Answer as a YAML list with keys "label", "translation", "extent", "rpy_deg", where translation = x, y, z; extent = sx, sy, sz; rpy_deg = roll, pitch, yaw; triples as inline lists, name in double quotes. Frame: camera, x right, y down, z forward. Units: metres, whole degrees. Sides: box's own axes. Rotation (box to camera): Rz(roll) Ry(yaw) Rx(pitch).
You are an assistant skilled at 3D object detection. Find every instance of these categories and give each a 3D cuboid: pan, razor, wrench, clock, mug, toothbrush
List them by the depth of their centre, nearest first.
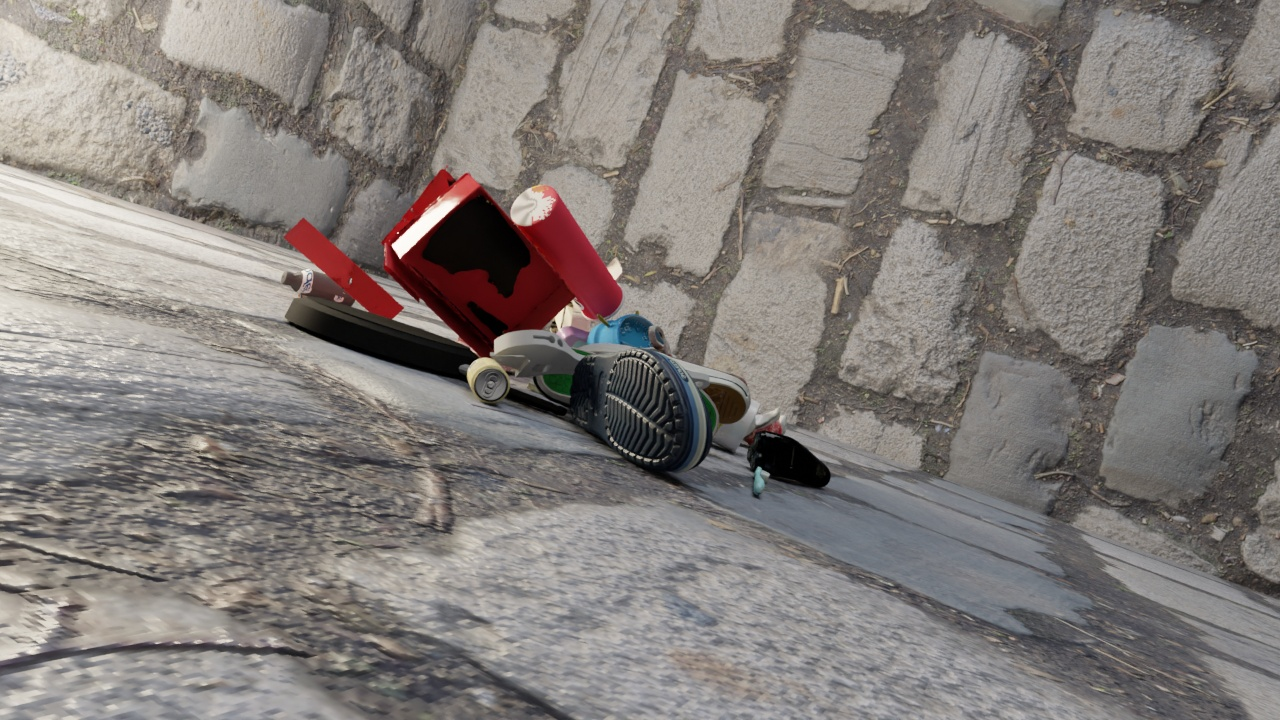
- label: "toothbrush"
  translation: [0.128, 0.129, 0.977]
  extent: [0.016, 0.016, 0.180]
  rpy_deg: [28, 2, 8]
- label: "wrench"
  translation: [-0.035, 0.005, 1.028]
  extent: [0.273, 0.018, 0.087]
  rpy_deg: [8, -27, -26]
- label: "pan"
  translation: [-0.238, -0.008, 1.053]
  extent: [0.357, 0.034, 0.225]
  rpy_deg: [19, 0, 18]
- label: "razor"
  translation: [0.191, 0.131, 1.173]
  extent: [0.067, 0.054, 0.151]
  rpy_deg: [-3, -20, 42]
- label: "clock"
  translation: [-0.008, 0.008, 1.285]
  extent: [0.060, 0.161, 0.116]
  rpy_deg: [-30, -11, 37]
- label: "mug"
  translation: [0.103, 0.070, 1.289]
  extent: [0.106, 0.082, 0.082]
  rpy_deg: [28, 2, 5]

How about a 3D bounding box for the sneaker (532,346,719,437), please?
- label: "sneaker"
  translation: [-0.019, 0.045, 1.120]
  extent: [0.235, 0.084, 0.079]
  rpy_deg: [19, -15, -15]

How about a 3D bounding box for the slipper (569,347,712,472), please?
- label: "slipper"
  translation: [0.008, 0.040, 0.903]
  extent: [0.095, 0.105, 0.253]
  rpy_deg: [10, 3, -27]

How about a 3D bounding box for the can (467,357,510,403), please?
- label: "can"
  translation: [-0.156, 0.020, 0.936]
  extent: [0.038, 0.038, 0.079]
  rpy_deg: [19, 1, -15]

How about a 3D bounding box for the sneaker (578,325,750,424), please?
- label: "sneaker"
  translation: [0.026, 0.017, 1.184]
  extent: [0.241, 0.118, 0.087]
  rpy_deg: [13, 34, 5]

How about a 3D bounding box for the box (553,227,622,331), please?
- label: "box"
  translation: [-0.083, -0.095, 1.420]
  extent: [0.069, 0.192, 0.143]
  rpy_deg: [5, 27, -17]

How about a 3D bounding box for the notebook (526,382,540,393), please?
- label: "notebook"
  translation: [-0.033, 0.068, 1.282]
  extent: [0.182, 0.010, 0.252]
  rpy_deg: [19, 1, 15]

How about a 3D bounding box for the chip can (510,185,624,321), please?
- label: "chip can"
  translation: [-0.095, -0.141, 1.244]
  extent: [0.069, 0.069, 0.220]
  rpy_deg: [20, -21, 34]

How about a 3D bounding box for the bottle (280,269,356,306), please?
- label: "bottle"
  translation: [-0.489, -0.110, 1.395]
  extent: [0.112, 0.047, 0.047]
  rpy_deg: [17, 2, -41]

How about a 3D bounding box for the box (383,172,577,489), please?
- label: "box"
  translation: [-0.166, -0.044, 1.044]
  extent: [0.214, 0.153, 0.325]
  rpy_deg: [49, 13, -38]

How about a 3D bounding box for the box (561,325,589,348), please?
- label: "box"
  translation: [-0.049, 0.023, 1.341]
  extent: [0.077, 0.096, 0.214]
  rpy_deg: [-25, -30, 38]

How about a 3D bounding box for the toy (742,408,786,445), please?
- label: "toy"
  translation: [0.161, 0.093, 1.478]
  extent: [0.194, 0.084, 0.159]
  rpy_deg: [17, -21, -29]

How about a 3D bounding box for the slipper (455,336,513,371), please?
- label: "slipper"
  translation: [-0.198, -0.037, 1.360]
  extent: [0.094, 0.064, 0.238]
  rpy_deg: [18, 14, 16]
